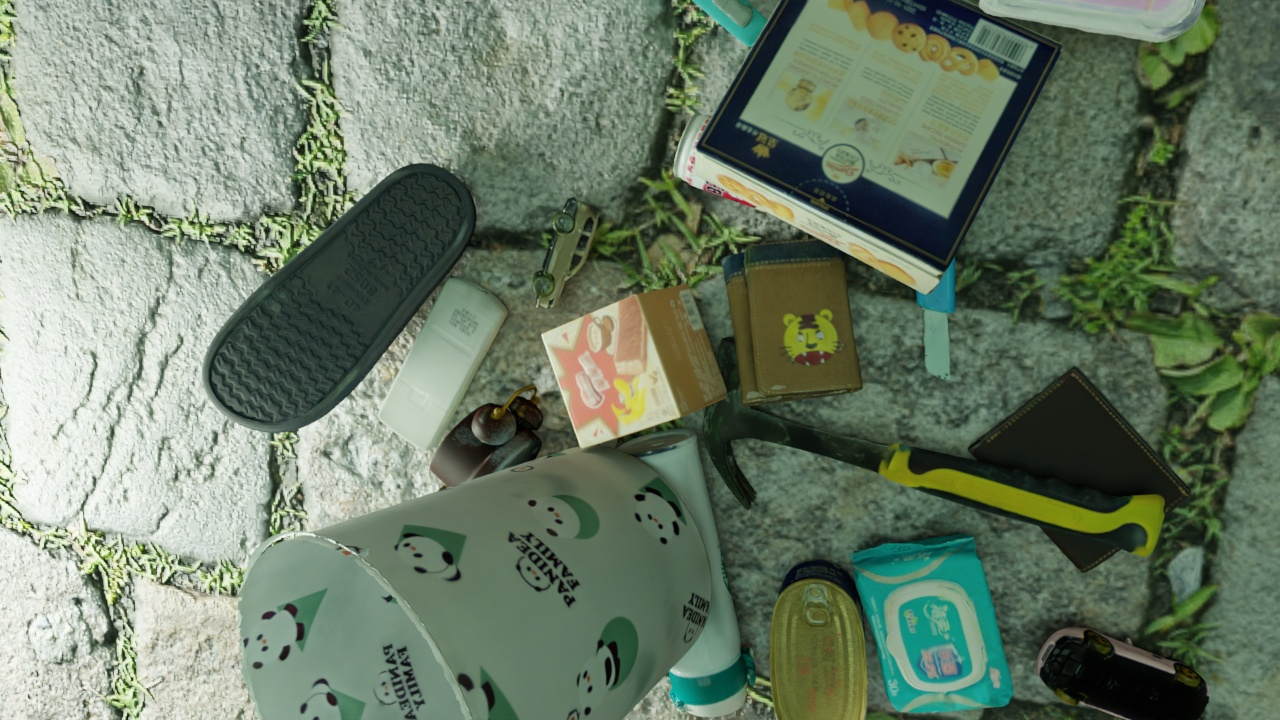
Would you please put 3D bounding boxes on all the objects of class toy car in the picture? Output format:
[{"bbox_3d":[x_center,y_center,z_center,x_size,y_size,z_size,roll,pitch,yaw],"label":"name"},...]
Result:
[{"bbox_3d":[-0.061,-0.082,0.720,0.035,0.042,0.090,21,99,-9],"label":"toy car"},{"bbox_3d":[0.349,0.232,0.670,0.122,0.037,0.056,21,107,-2],"label":"toy car"}]

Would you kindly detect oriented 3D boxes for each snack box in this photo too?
[{"bbox_3d":[-0.004,0.004,0.687,0.095,0.076,0.093,-20,89,33],"label":"snack box"},{"bbox_3d":[0.155,-0.165,0.612,0.178,0.046,0.182,29,81,8],"label":"snack box"}]

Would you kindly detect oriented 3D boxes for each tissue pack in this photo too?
[{"bbox_3d":[0.218,0.195,0.689,0.093,0.050,0.133,-15,95,18],"label":"tissue pack"}]

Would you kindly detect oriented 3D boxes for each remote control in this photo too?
[{"bbox_3d":[-0.167,0.003,0.774,0.058,0.021,0.150,34,106,7],"label":"remote control"}]

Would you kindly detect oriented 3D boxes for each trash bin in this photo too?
[{"bbox_3d":[-0.095,0.178,0.622,0.230,0.251,0.230,12,111,35],"label":"trash bin"}]

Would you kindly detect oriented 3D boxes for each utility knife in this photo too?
[{"bbox_3d":[0.212,-0.081,0.661,0.034,0.018,0.194,-3,100,15],"label":"utility knife"},{"bbox_3d":[0.063,-0.261,0.671,0.223,0.013,0.029,43,107,4],"label":"utility knife"}]

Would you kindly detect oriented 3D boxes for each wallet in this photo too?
[{"bbox_3d":[0.110,-0.029,0.669,0.090,0.033,0.115,-7,78,7],"label":"wallet"},{"bbox_3d":[0.315,0.079,0.660,0.096,0.020,0.122,-43,86,14],"label":"wallet"}]

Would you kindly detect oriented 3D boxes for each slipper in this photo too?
[{"bbox_3d":[-0.237,-0.046,0.762,0.110,0.083,0.268,44,89,2],"label":"slipper"}]

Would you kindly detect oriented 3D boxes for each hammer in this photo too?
[{"bbox_3d":[0.200,0.080,0.672,0.323,0.031,0.126,15,105,17],"label":"hammer"}]

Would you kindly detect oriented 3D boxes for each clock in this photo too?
[{"bbox_3d":[-0.119,0.069,0.743,0.055,0.082,0.122,40,109,12],"label":"clock"}]

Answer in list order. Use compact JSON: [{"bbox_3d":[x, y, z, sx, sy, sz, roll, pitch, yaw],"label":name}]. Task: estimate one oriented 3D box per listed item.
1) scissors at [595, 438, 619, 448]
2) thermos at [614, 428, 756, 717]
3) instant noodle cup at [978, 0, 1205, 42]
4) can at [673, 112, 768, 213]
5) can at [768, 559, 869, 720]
[{"bbox_3d":[-0.063,0.143,0.770,0.143,0.021,0.235,-6,98,16],"label":"scissors"},{"bbox_3d":[0.038,0.170,0.727,0.073,0.073,0.224,-11,97,16],"label":"thermos"},{"bbox_3d":[0.296,-0.295,0.579,0.138,0.060,0.173,14,104,12],"label":"instant noodle cup"},{"bbox_3d":[0.094,-0.135,0.664,0.133,0.053,0.053,22,104,10],"label":"can"},{"bbox_3d":[0.141,0.233,0.717,0.075,0.049,0.148,-3,99,15],"label":"can"}]
